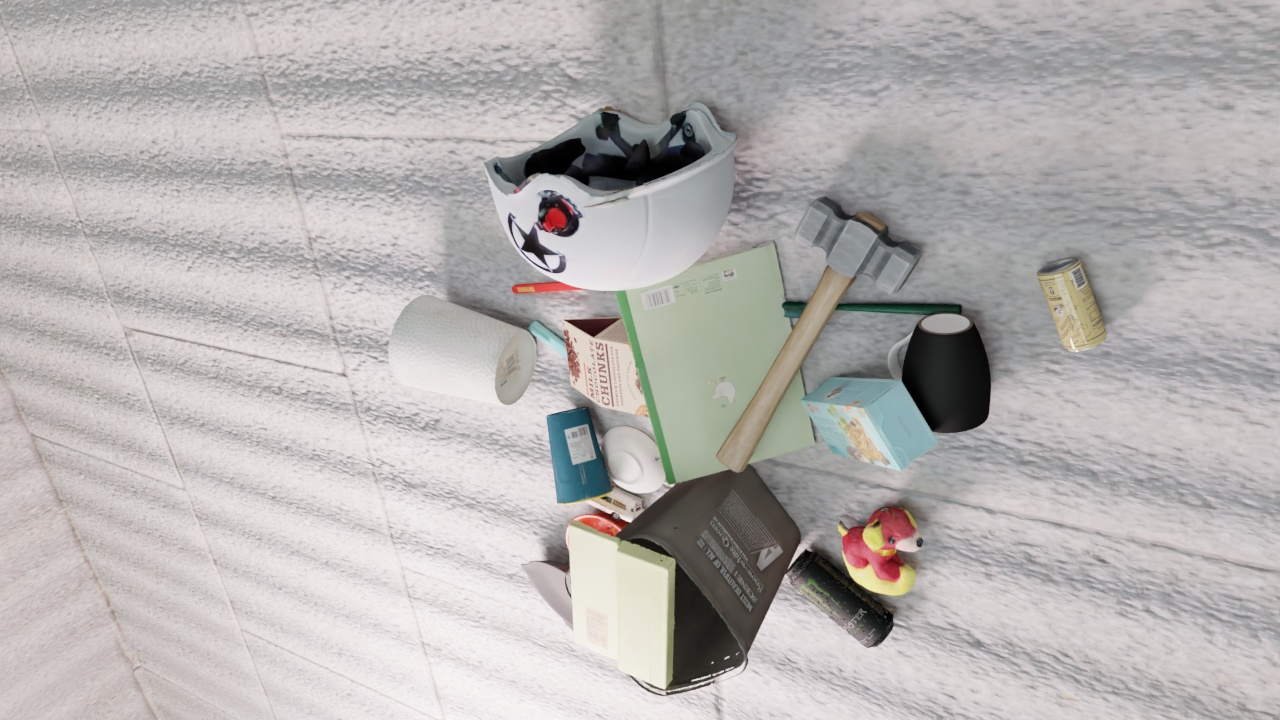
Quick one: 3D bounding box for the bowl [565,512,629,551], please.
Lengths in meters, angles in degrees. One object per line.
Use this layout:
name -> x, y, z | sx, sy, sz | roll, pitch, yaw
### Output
bowl -> -0.043, 0.266, 1.323 | 0.131, 0.045, 0.131 | 17, 124, 27

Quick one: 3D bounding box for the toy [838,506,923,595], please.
toy -> 0.277, 0.218, 1.070 | 0.105, 0.067, 0.138 | 28, 141, 22

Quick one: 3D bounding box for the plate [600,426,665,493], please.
plate -> -0.016, 0.140, 1.246 | 0.104, 0.026, 0.104 | 17, 124, 27

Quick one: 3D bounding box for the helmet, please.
helmet -> -0.018, -0.155, 0.944 | 0.264, 0.235, 0.164 | 11, 126, 37

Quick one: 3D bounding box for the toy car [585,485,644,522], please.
toy car -> -0.048, 0.192, 1.293 | 0.113, 0.039, 0.039 | 22, 105, 24

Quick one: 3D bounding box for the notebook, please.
notebook -> 0.088, 0.009, 1.037 | 0.182, 0.010, 0.253 | -16, 110, 0

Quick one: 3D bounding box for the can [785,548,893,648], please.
can -> 0.246, 0.293, 1.132 | 0.137, 0.053, 0.054 | 39, 131, 10

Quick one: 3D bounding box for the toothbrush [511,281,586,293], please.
toothbrush -> -0.087, -0.094, 1.166 | 0.213, 0.017, 0.012 | 0, 115, 35

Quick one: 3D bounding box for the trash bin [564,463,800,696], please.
trash bin -> 0.067, 0.249, 1.120 | 0.198, 0.219, 0.197 | -35, 93, 42

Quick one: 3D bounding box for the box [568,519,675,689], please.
box -> -0.023, 0.276, 1.036 | 0.137, 0.024, 0.187 | 20, 125, 28

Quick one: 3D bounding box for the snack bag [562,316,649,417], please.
snack bag -> -0.007, 0.007, 1.133 | 0.207, 0.069, 0.094 | 11, 120, 30

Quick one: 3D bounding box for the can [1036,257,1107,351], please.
can -> 0.395, -0.051, 0.840 | 0.038, 0.038, 0.079 | -16, 105, 40

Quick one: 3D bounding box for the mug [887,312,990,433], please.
mug -> 0.294, 0.003, 0.922 | 0.119, 0.084, 0.100 | 33, 138, 55

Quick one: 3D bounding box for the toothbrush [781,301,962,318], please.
toothbrush -> 0.238, -0.052, 0.961 | 0.190, 0.016, 0.017 | 3, 114, 32

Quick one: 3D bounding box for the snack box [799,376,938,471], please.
snack box -> 0.231, 0.061, 0.950 | 0.075, 0.053, 0.175 | 58, 170, -6

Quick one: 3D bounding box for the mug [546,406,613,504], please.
mug -> -0.087, 0.127, 1.244 | 0.078, 0.078, 0.121 | -11, 91, 39

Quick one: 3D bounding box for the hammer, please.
hammer -> 0.165, -0.011, 0.976 | 0.117, 0.051, 0.324 | 34, 119, 14

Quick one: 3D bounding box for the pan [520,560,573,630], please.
pan -> -0.089, 0.331, 1.353 | 0.216, 0.024, 0.355 | 32, 148, 18

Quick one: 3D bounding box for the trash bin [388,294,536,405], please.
trash bin -> -0.237, -0.008, 1.253 | 0.161, 0.133, 0.133 | 15, 123, 22

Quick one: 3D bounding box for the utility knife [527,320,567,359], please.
utility knife -> -0.081, 0.002, 1.219 | 0.177, 0.015, 0.022 | 36, 132, 15
